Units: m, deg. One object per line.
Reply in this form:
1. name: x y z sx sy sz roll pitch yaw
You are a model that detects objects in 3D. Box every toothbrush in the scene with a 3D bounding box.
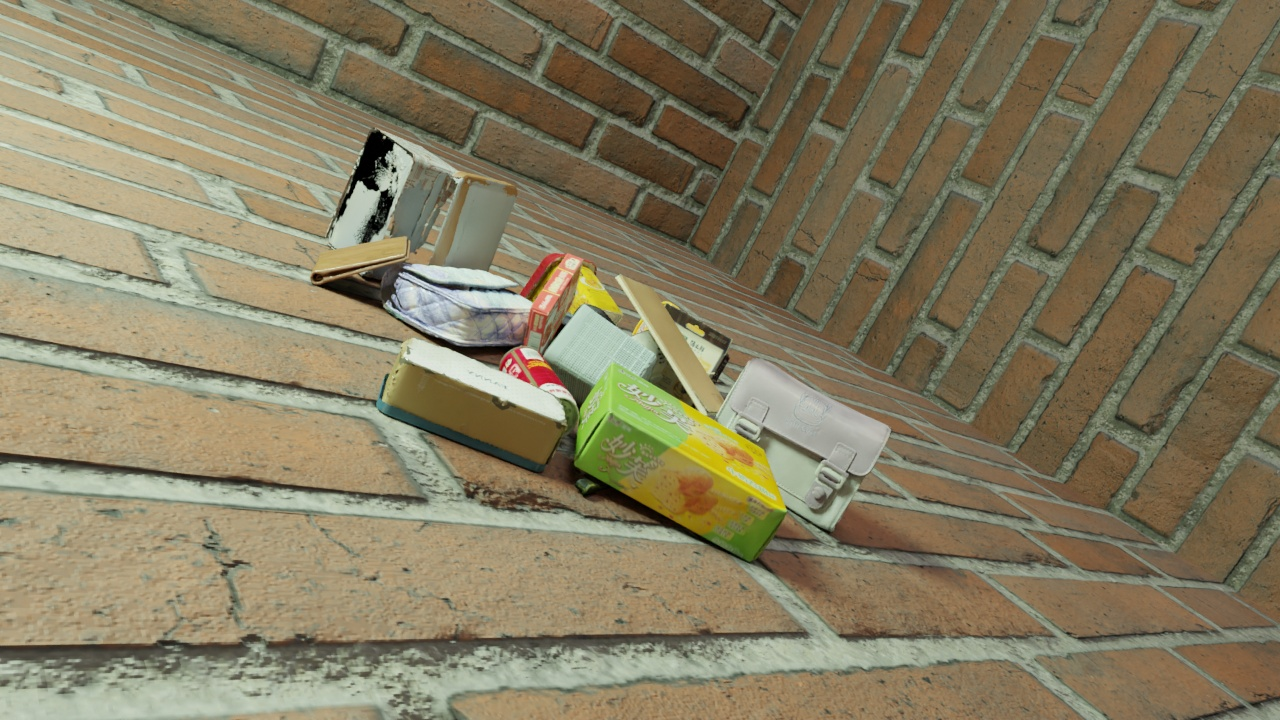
1. toothbrush: -0.015 0.120 0.940 0.017 0.012 0.185 34 14 22

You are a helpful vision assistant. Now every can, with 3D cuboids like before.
1. can: -0.111 0.034 0.995 0.053 0.053 0.132 20 14 -31

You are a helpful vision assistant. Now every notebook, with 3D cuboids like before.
1. notebook: 0.049 -0.017 1.211 0.211 0.012 0.149 58 14 12

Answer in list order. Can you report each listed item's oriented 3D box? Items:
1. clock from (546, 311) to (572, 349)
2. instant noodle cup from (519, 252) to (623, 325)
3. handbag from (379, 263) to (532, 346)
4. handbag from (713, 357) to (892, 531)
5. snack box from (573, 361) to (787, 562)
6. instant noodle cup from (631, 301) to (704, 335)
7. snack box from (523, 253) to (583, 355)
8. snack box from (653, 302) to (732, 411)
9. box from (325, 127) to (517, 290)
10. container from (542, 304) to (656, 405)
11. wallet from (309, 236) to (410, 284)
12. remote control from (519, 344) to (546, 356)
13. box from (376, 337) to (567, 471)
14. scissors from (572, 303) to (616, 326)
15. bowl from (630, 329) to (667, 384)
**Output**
1. clock: -0.117 -0.042 1.294 0.082 0.055 0.122 18 14 -32
2. instant noodle cup: -0.101 -0.085 1.399 0.123 0.116 0.116 48 21 29
3. handbag: -0.218 -0.073 1.154 0.134 0.075 0.193 26 10 17
4. handbag: 0.193 0.102 1.150 0.197 0.145 0.098 30 10 16
5. snack box: 0.039 0.100 0.950 0.210 0.070 0.157 31 15 -10
6. instant noodle cup: 0.057 -0.014 1.427 0.114 0.118 0.118 29 10 -26
7. snack box: -0.113 -0.072 1.193 0.025 0.075 0.152 19 35 3
8. snack box: 0.058 0.001 1.310 0.113 0.125 0.053 31 2 17
9. box: -0.284 -0.191 1.252 0.157 0.183 0.193 37 16 37
10. container: -0.048 0.009 1.099 0.111 0.090 0.090 32 -25 9
11. wallet: -0.336 -0.123 1.107 0.115 0.020 0.101 -15 23 -8
12. remote control: -0.095 0.016 1.184 0.136 0.020 0.055 30 12 14
13. box: -0.162 0.038 0.866 0.184 0.060 0.089 22 13 -14
14. scissors: -0.020 0.019 1.183 0.211 0.021 0.222 -6 -58 43
15. bowl: -0.007 0.007 1.247 0.113 0.114 0.062 -1 66 -65
